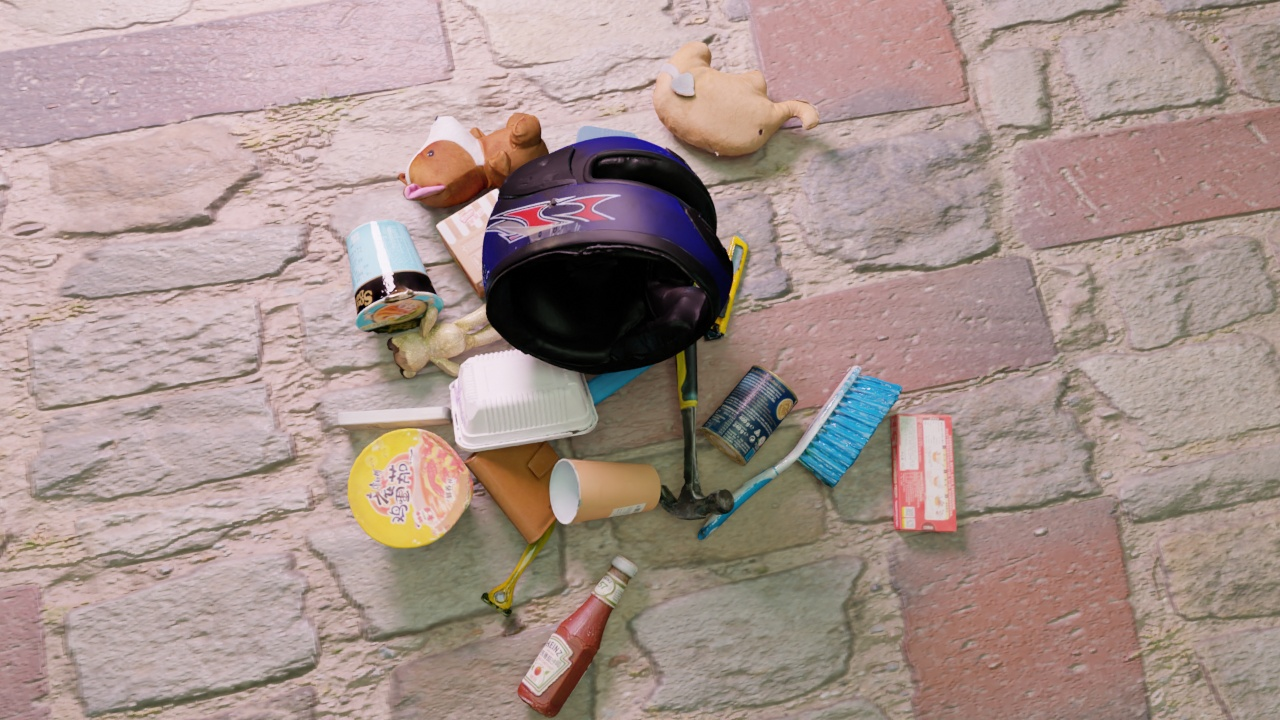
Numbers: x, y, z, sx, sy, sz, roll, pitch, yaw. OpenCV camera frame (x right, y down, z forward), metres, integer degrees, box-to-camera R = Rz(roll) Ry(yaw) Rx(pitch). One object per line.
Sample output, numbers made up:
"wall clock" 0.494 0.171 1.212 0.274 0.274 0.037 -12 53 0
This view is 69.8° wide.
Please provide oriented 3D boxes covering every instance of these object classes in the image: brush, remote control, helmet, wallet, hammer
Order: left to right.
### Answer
"remote control" -0.307 0.072 1.153 0.135 0.056 0.019 -4 79 -4
"wallet" -0.143 0.143 1.133 0.132 0.031 0.107 55 48 -12
"helmet" -0.029 -0.136 1.045 0.247 0.316 0.239 46 47 -35
"hammer" 0.058 0.041 1.165 0.031 0.126 0.322 13 68 -38
"brush" 0.207 0.133 1.184 0.109 0.060 0.314 36 81 9

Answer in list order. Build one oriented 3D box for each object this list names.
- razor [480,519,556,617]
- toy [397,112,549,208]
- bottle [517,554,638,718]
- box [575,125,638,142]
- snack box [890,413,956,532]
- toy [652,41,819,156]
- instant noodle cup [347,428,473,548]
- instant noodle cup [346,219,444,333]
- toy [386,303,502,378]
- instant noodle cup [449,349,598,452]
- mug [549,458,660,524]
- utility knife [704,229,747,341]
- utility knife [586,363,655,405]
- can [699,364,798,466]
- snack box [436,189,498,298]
"razor" -0.145 0.253 1.146 0.043 0.028 0.132 33 77 6
"toy" -0.220 -0.263 1.195 0.199 0.140 0.130 -25 109 -5
"bottle" -0.071 0.331 1.117 0.060 0.060 0.205 34 78 3
"box" -0.054 -0.217 1.227 0.090 0.061 0.184 6 77 -2
"snack box" 0.370 0.147 1.203 0.075 0.025 0.152 2 79 -5
"toy" 0.127 -0.342 1.255 0.226 0.082 0.143 24 87 -2
"instant noodle cup" -0.273 0.158 1.111 0.138 0.110 0.138 1 78 -4
"instant noodle cup" -0.320 -0.111 1.168 0.111 0.111 0.120 -17 73 -8
"toy" -0.244 -0.032 1.181 0.157 0.066 0.105 -23 123 -12
"instant noodle cup" -0.147 0.037 1.129 0.173 0.060 0.138 -10 40 -10
"mug" -0.040 0.159 1.129 0.122 0.078 0.078 3 77 -31
"utility knife" 0.116 -0.101 1.237 0.033 0.015 0.163 19 77 -10
"utility knife" -0.007 0.007 1.206 0.236 0.018 0.034 -33 94 -12
"can" 0.138 0.071 1.176 0.075 0.075 0.111 40 79 4
"snack box" -0.198 -0.150 1.194 0.092 0.077 0.094 -34 84 -10
